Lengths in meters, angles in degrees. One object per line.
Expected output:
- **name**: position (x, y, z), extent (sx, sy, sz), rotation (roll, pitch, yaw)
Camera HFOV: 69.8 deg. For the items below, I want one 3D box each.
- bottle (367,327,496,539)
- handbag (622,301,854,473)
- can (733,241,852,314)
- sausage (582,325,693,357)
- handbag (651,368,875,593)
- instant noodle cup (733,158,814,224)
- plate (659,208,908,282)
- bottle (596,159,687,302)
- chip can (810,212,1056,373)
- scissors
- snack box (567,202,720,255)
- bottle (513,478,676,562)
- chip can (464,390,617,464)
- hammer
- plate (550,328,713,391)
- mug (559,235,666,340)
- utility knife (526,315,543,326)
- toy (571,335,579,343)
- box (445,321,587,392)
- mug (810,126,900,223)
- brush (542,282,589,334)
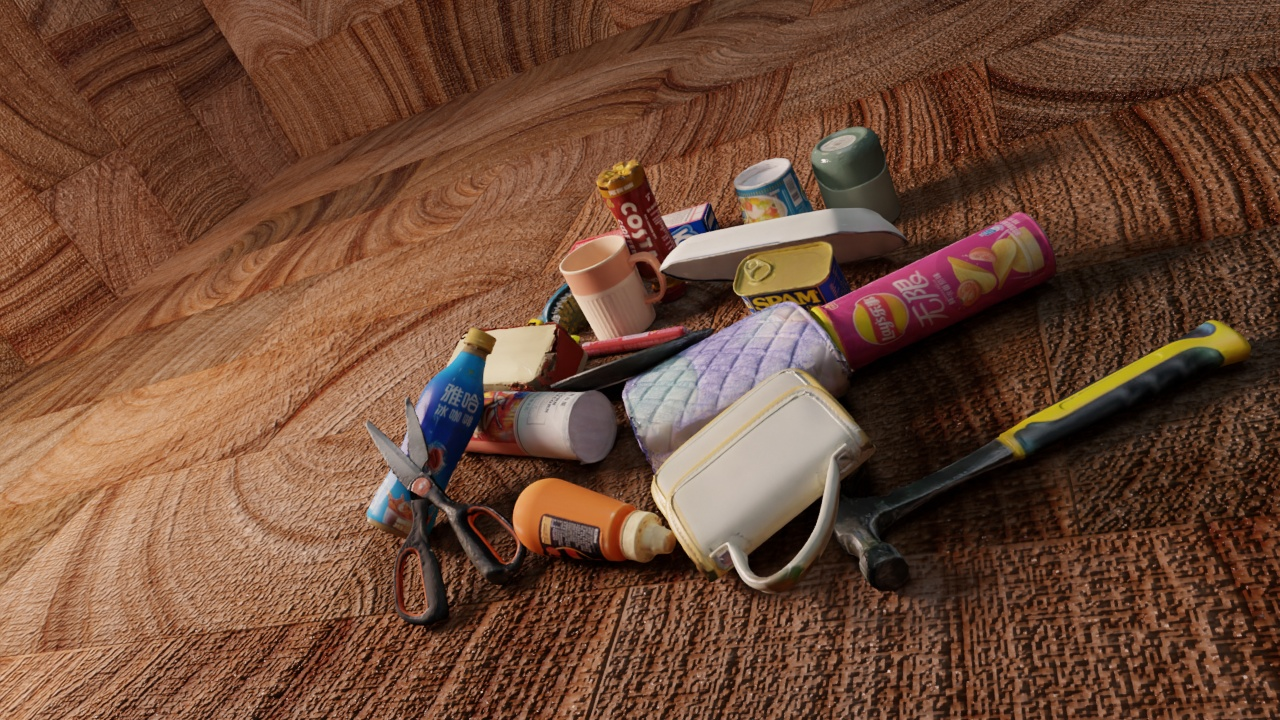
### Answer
- **bottle**: position (-0.201, 0.071, 0.923), extent (0.065, 0.065, 0.218), rotation (9, 72, 48)
- **handbag**: position (0.085, 0.028, 0.839), extent (0.194, 0.075, 0.134), rotation (-27, 22, 2)
- **can**: position (0.157, -0.066, 0.918), extent (0.102, 0.083, 0.057), rotation (-7, 50, 32)
- **sausage**: position (-0.008, -0.022, 1.064), extent (0.156, 0.020, 0.020), rotation (-9, 32, 30)
- **handbag**: position (0.097, 0.093, 0.693), extent (0.163, 0.063, 0.178), rotation (-39, 25, 2)
- **instant noodle cup**: position (0.161, -0.175, 1.086), extent (0.099, 0.110, 0.099), rotation (-19, 29, 11)
- **plate**: position (0.149, -0.124, 0.989), extent (0.266, 0.034, 0.161), rotation (-7, -6, 33)
- **bottle**: position (0.007, -0.152, 1.107), extent (0.057, 0.175, 0.057), rotation (-21, 28, 11)
- **chip can**: position (0.266, -0.060, 0.840), extent (0.210, 0.071, 0.071), rotation (-25, 28, 1)
- **scissors**: position (-0.202, 0.138, 0.841), extent (0.227, 0.022, 0.197), rotation (23, 69, 21)
- **snack box**: position (0.005, -0.152, 1.239), extent (0.208, 0.057, 0.058), rotation (-14, 28, 24)
- **bottle**: position (-0.036, 0.140, 0.771), extent (0.150, 0.067, 0.066), rotation (5, 40, 34)
- **chip can**: position (-0.127, 0.066, 0.960), extent (0.215, 0.071, 0.071), rotation (-1, 36, 40)
- **hammer**: position (0.285, 0.053, 0.673), extent (0.323, 0.032, 0.126), rotation (-27, 28, -1)
- **plate**: position (-0.006, 0.006, 0.956), extent (0.179, 0.024, 0.179), rotation (-20, -1, -1)
- **mug**: position (-0.023, -0.087, 1.096), extent (0.115, 0.106, 0.081), rotation (-13, 31, 24)
- **utility knife**: position (-0.165, -0.014, 1.188), extent (0.033, 0.015, 0.167), rotation (-4, 34, 31)
- **toy**: position (-0.121, -0.011, 1.130), extent (0.096, 0.031, 0.100), rotation (-29, 32, -5)
- **box**: position (-0.154, 0.008, 1.053), extent (0.169, 0.077, 0.091), rotation (-4, 54, 38)
- **mug**: position (0.249, -0.218, 1.088), extent (0.082, 0.106, 0.111), rotation (-23, 27, 7)
- **brush**: position (-0.073, -0.086, 1.191), extent (0.143, 0.055, 0.074), rotation (-43, 32, -28)
